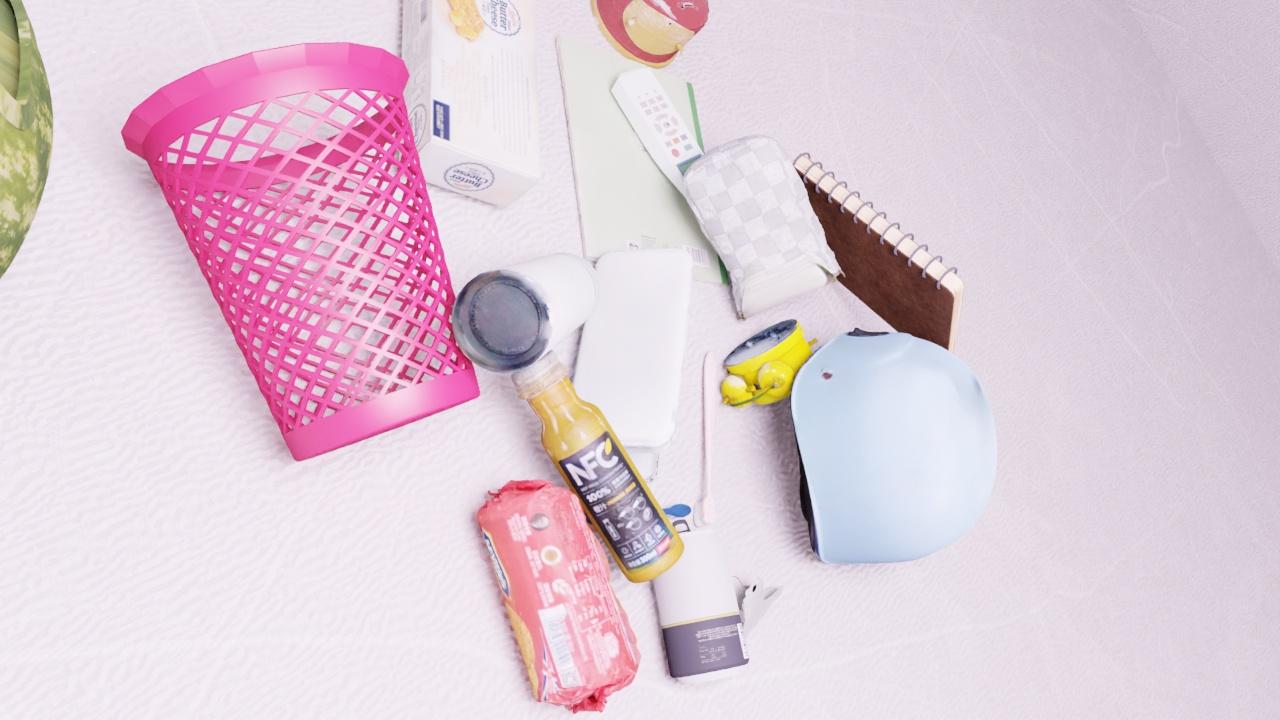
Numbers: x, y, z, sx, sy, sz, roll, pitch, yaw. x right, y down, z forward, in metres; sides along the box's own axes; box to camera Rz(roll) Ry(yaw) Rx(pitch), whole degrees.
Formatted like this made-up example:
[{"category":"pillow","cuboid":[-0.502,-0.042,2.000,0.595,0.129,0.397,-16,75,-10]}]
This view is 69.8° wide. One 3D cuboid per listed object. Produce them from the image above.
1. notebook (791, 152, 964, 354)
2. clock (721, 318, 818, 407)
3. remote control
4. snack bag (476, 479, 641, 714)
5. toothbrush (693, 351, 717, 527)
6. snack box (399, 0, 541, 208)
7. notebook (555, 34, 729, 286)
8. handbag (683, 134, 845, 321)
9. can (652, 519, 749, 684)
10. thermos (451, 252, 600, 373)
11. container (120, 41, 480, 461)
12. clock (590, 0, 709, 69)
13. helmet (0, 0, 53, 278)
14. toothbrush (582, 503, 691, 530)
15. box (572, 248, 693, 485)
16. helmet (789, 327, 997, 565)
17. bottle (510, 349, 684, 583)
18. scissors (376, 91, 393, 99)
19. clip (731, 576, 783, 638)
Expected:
[{"category":"notebook","cuboid":[0.235,-0.102,0.931,0.024,0.167,0.225,-39,60,-7]},{"category":"clock","cuboid":[0.122,0.007,0.886,0.118,0.084,0.057,-42,104,-45]},{"category":"remote control","cuboid":[0.022,-0.233,0.943,0.049,0.024,0.143,-33,92,-39]},{"category":"snack bag","cuboid":[-0.059,0.167,0.665,0.082,0.083,0.176,-12,78,-41]},{"category":"toothbrush","cuboid":[0.062,0.069,0.855,0.015,0.018,0.180,24,54,-29]},{"category":"snack box","cuboid":[-0.146,-0.243,0.790,0.104,0.058,0.207,14,61,-37]},{"category":"notebook","cuboid":[0.004,-0.203,0.940,0.181,0.010,0.252,6,66,-37]},{"category":"handbag","cuboid":[0.117,-0.142,0.916,0.171,0.113,0.123,61,17,-22]},{"category":"can","cuboid":[0.045,0.193,0.747,0.064,0.064,0.127,3,68,-38]},{"category":"thermos","cuboid":[-0.076,-0.043,0.679,0.068,0.068,0.229,54,11,-5]},{"category":"container","cuboid":[-0.204,-0.061,0.608,0.182,0.184,0.225,-21,91,-42]},{"category":"clock","cuboid":[0.018,-0.404,0.997,0.117,0.081,0.158,19,59,-31]},{"category":"helmet","cuboid":[-0.400,-0.101,0.413,0.213,0.247,0.243,29,93,-6]},{"category":"toothbrush","cuboid":[-0.014,0.129,0.767,0.134,0.017,0.021,3,64,-35]},{"category":"box","cuboid":[-0.008,0.007,0.819,0.108,0.110,0.215,4,56,10]},{"category":"helmet","cuboid":[0.251,0.081,0.876,0.264,0.167,0.225,-36,119,-59]},{"category":"bottle","cuboid":[-0.034,0.080,0.697,0.053,0.053,0.186,-40,103,-43]},{"category":"scissors","cuboid":[-0.172,-0.222,0.807,0.125,0.011,0.129,11,62,-37]},{"category":"clip","cuboid":[0.093,0.213,0.802,0.101,0.038,0.054,-38,108,-44]}]
